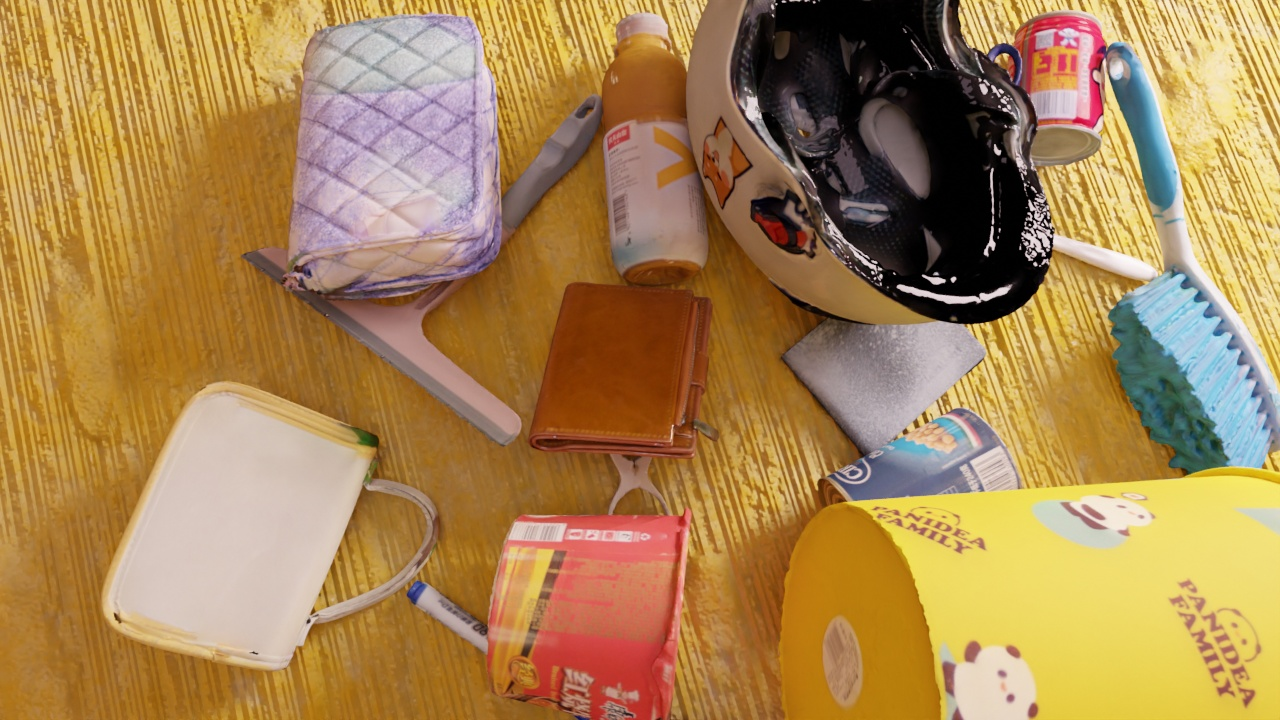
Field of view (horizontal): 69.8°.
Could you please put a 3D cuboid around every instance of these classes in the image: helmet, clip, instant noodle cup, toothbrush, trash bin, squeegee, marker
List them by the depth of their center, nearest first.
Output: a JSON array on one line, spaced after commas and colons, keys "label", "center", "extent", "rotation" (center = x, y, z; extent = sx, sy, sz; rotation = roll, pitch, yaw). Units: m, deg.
[{"label": "trash bin", "center": [0.227, 0.171, 0.496], "extent": [0.255, 0.230, 0.229], "rotation": [2, 79, -13]}, {"label": "instant noodle cup", "center": [-0.029, 0.152, 0.560], "extent": [0.108, 0.138, 0.137], "rotation": [6, 79, 5]}, {"label": "helmet", "center": [0.129, -0.137, 0.602], "extent": [0.229, 0.157, 0.274], "rotation": [-27, 92, -31]}, {"label": "marker", "center": [-0.092, 0.191, 0.605], "extent": [0.146, 0.017, 0.017], "rotation": [34, 80, 3]}, {"label": "clip", "center": [-0.006, 0.072, 0.625], "extent": [0.071, 0.035, 0.100], "rotation": [-7, 88, -5]}, {"label": "squeegee", "center": [-0.104, -0.094, 0.645], "extent": [0.248, 0.040, 0.249], "rotation": [33, 73, 21]}, {"label": "toothbrush", "center": [0.296, -0.092, 0.676], "extent": [0.180, 0.016, 0.016], "rotation": [20, 81, 1]}]

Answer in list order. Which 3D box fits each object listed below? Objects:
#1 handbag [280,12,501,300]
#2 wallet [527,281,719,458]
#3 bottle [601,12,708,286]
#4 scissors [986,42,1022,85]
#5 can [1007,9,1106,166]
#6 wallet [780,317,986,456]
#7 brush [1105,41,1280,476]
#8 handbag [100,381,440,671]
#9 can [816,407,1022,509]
[{"label": "handbag", "center": [-0.162, -0.136, 0.610], "extent": [0.134, 0.076, 0.193], "rotation": [-6, 62, 2]}, {"label": "wallet", "center": [-0.004, 0.004, 0.602], "extent": [0.119, 0.035, 0.130], "rotation": [6, 52, 6]}, {"label": "bottle", "center": [0.008, -0.150, 0.646], "extent": [0.068, 0.068, 0.189], "rotation": [-4, 79, -4]}, {"label": "scissors", "center": [0.213, -0.165, 0.673], "extent": [0.162, 0.012, 0.164], "rotation": [-42, 65, 13]}, {"label": "can", "center": [0.303, -0.198, 0.671], "extent": [0.066, 0.066, 0.093], "rotation": [8, 79, -2]}, {"label": "wallet", "center": [0.174, -0.003, 0.654], "extent": [0.120, 0.019, 0.097], "rotation": [-39, 86, -10]}, {"label": "brush", "center": [0.365, -0.061, 0.637], "extent": [0.109, 0.061, 0.314], "rotation": [-31, 94, -14]}, {"label": "handbag", "center": [-0.228, 0.115, 0.598], "extent": [0.178, 0.063, 0.163], "rotation": [23, 79, -14]}, {"label": "can", "center": [0.185, 0.087, 0.608], "extent": [0.111, 0.075, 0.075], "rotation": [-26, 82, -8]}]
